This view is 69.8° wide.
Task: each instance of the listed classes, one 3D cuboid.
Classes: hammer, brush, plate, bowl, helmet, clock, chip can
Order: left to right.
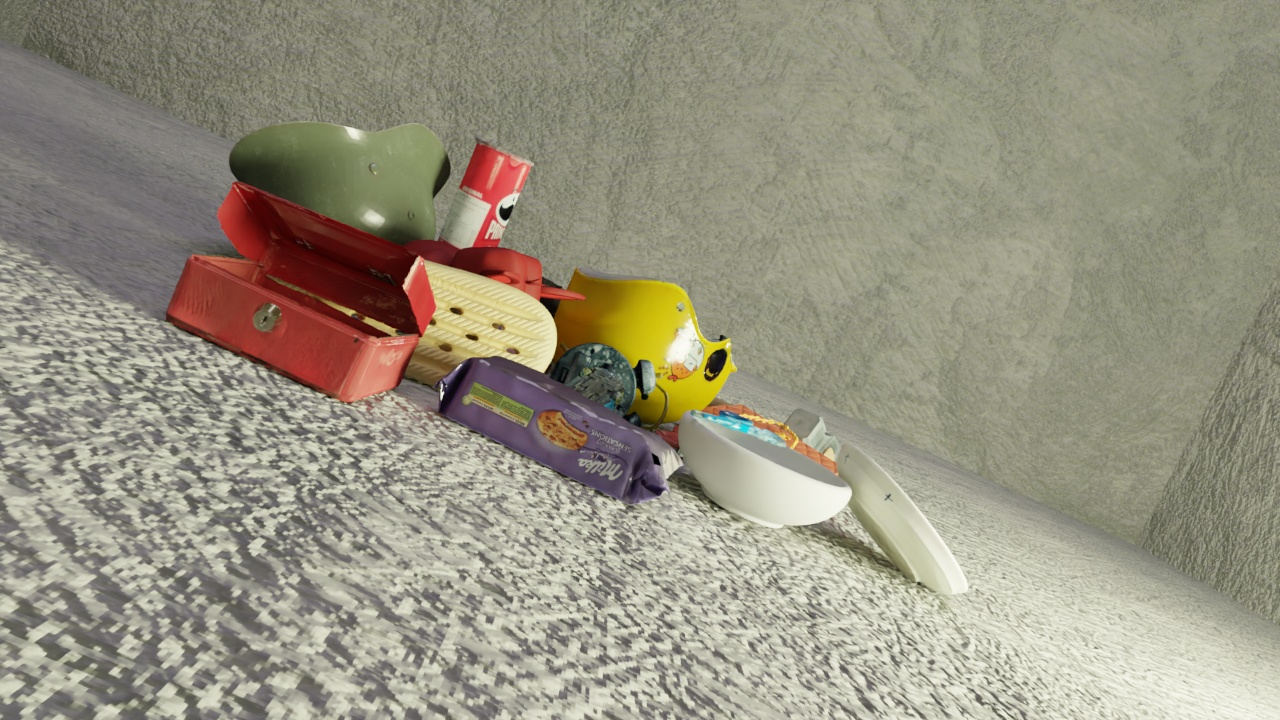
[{"bbox_3d":[-0.331,-0.159,1.027,0.227,0.153,0.267,-15,-19,17],"label":"helmet"},{"bbox_3d":[-0.204,-0.140,1.087,0.073,0.233,0.073,23,8,-4],"label":"chip can"},{"bbox_3d":[-0.034,0.032,0.943,0.129,0.090,0.052,21,0,5],"label":"clock"},{"bbox_3d":[-0.006,0.006,1.072,0.209,0.139,0.240,14,-22,44],"label":"helmet"},{"bbox_3d":[0.044,0.092,1.008,0.041,0.030,0.172,27,6,15],"label":"brush"},{"bbox_3d":[0.124,0.072,1.265,0.323,0.051,0.117,25,-27,38],"label":"hammer"},{"bbox_3d":[0.110,0.114,0.884,0.176,0.066,0.176,24,5,-3],"label":"bowl"},{"bbox_3d":[0.249,0.164,0.914,0.182,0.034,0.182,53,-2,2],"label":"plate"}]

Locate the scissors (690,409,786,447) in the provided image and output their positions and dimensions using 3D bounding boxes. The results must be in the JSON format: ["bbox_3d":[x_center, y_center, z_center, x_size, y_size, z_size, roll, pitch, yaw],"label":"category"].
[{"bbox_3d":[0.083,0.058,0.893,0.140,0.015,0.083,16,12,-48],"label":"scissors"}]

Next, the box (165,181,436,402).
[{"bbox_3d":[-0.255,-0.038,0.710,0.157,0.122,0.137,21,-13,2],"label":"box"}]

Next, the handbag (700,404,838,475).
[{"bbox_3d":[0.146,0.106,1.099,0.108,0.060,0.172,-1,25,-46],"label":"handbag"}]

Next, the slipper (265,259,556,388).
[{"bbox_3d":[-0.210,-0.035,0.843,0.261,0.111,0.079,19,-15,-17],"label":"slipper"}]

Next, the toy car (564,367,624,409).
[{"bbox_3d":[-0.057,0.042,0.879,0.048,0.032,0.105,35,40,16],"label":"toy car"}]

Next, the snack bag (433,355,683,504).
[{"bbox_3d":[-0.062,0.054,0.763,0.205,0.058,0.096,24,5,6],"label":"snack bag"}]

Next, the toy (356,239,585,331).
[{"bbox_3d":[-0.180,-0.069,0.965,0.197,0.120,0.158,2,-8,27],"label":"toy"}]

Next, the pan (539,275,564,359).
[{"bbox_3d":[-0.058,-0.006,1.244,0.357,0.040,0.208,35,-20,4],"label":"pan"}]

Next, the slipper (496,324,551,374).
[{"bbox_3d":[-0.150,-0.037,1.152,0.093,0.081,0.197,23,8,-24],"label":"slipper"}]
